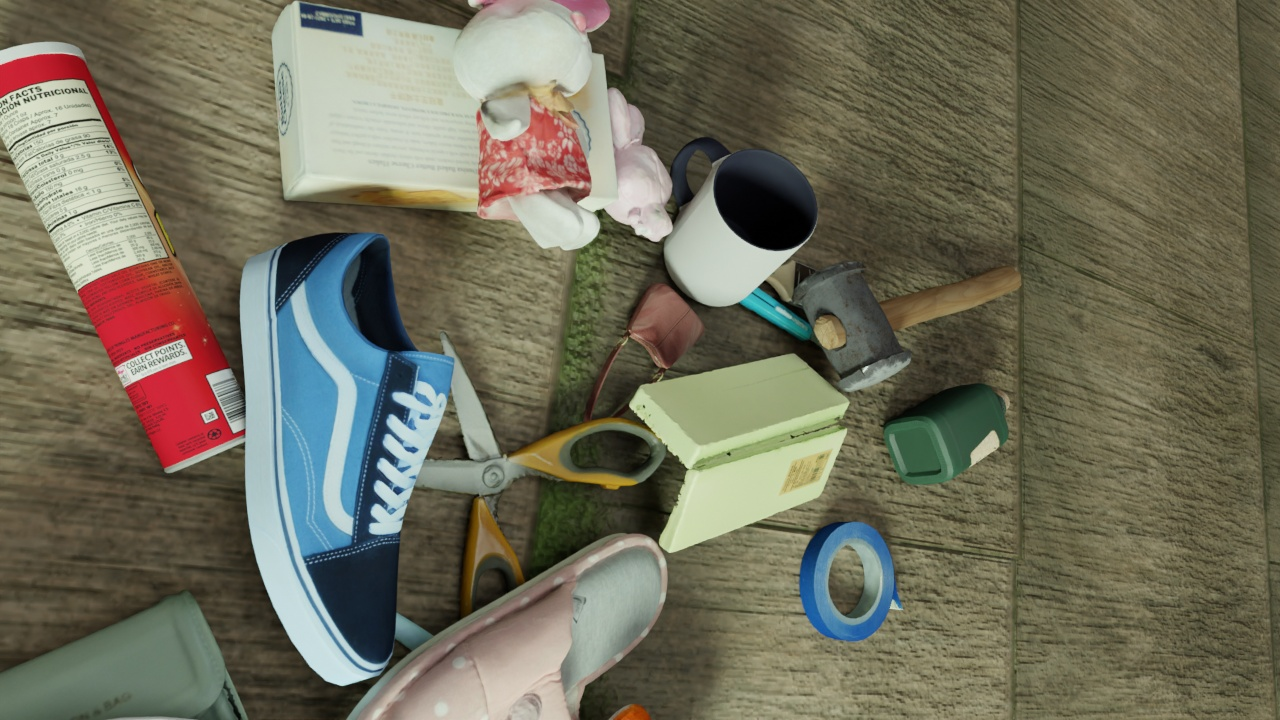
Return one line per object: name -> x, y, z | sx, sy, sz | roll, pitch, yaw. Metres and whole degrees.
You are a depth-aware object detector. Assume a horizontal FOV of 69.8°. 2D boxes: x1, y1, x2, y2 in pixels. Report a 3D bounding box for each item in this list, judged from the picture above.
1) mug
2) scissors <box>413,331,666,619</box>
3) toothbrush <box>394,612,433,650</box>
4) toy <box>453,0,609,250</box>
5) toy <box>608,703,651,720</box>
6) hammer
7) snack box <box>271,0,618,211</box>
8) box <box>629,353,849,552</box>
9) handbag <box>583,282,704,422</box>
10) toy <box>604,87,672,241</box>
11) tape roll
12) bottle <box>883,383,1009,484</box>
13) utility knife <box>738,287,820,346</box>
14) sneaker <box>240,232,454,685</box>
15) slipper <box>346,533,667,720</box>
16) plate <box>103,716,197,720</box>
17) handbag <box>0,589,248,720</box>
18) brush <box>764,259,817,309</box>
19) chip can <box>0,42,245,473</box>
mug -> 0.061, -0.107, 0.662 | 0.078, 0.097, 0.112 | -29, 83, -26
scissors -> -0.075, 0.085, 0.589 | 0.229, 0.016, 0.225 | -14, 92, -30
toothbrush -> -0.152, 0.148, 0.534 | 0.155, 0.016, 0.022 | 42, 71, -21
toy -> -0.064, -0.160, 0.534 | 0.159, 0.084, 0.194 | 5, 77, -61
toy -> -0.016, 0.301, 0.549 | 0.164, 0.093, 0.172 | 46, 58, -41
hammer -> 0.256, -0.050, 0.805 | 0.327, 0.052, 0.098 | -14, 74, -42
snack box -> -0.118, -0.150, 0.581 | 0.207, 0.058, 0.104 | -3, 84, -33
box -> 0.082, 0.058, 0.661 | 0.187, 0.066, 0.127 | -7, 88, -45
handbag -> -0.004, 0.004, 0.653 | 0.055, 0.029, 0.119 | 46, 66, -21
toy -> -0.008, -0.137, 0.657 | 0.063, 0.047, 0.110 | 3, 76, -65
tape roll -> 0.168, 0.177, 0.741 | 0.092, 0.016, 0.091 | -18, 92, -34
bottle -> 0.281, 0.057, 0.808 | 0.131, 0.061, 0.061 | -22, 92, -34
utility knife -> 0.123, -0.033, 0.749 | 0.161, 0.015, 0.022 | 27, 59, -30
sneaker -> -0.145, 0.043, 0.485 | 0.083, 0.098, 0.241 | 25, 52, -74
slipper -> -0.065, 0.190, 0.532 | 0.273, 0.054, 0.114 | -32, 122, -42
plate -> -0.250, 0.267, 0.390 | 0.241, 0.016, 0.243 | -15, 115, -37
handbag -> -0.255, 0.181, 0.430 | 0.121, 0.067, 0.106 | -23, 94, -34
brush -> 0.124, -0.064, 0.754 | 0.151, 0.012, 0.039 | 16, 72, -31
chip can -> -0.265, -0.049, 0.471 | 0.051, 0.052, 0.215 | -27, 97, -34
